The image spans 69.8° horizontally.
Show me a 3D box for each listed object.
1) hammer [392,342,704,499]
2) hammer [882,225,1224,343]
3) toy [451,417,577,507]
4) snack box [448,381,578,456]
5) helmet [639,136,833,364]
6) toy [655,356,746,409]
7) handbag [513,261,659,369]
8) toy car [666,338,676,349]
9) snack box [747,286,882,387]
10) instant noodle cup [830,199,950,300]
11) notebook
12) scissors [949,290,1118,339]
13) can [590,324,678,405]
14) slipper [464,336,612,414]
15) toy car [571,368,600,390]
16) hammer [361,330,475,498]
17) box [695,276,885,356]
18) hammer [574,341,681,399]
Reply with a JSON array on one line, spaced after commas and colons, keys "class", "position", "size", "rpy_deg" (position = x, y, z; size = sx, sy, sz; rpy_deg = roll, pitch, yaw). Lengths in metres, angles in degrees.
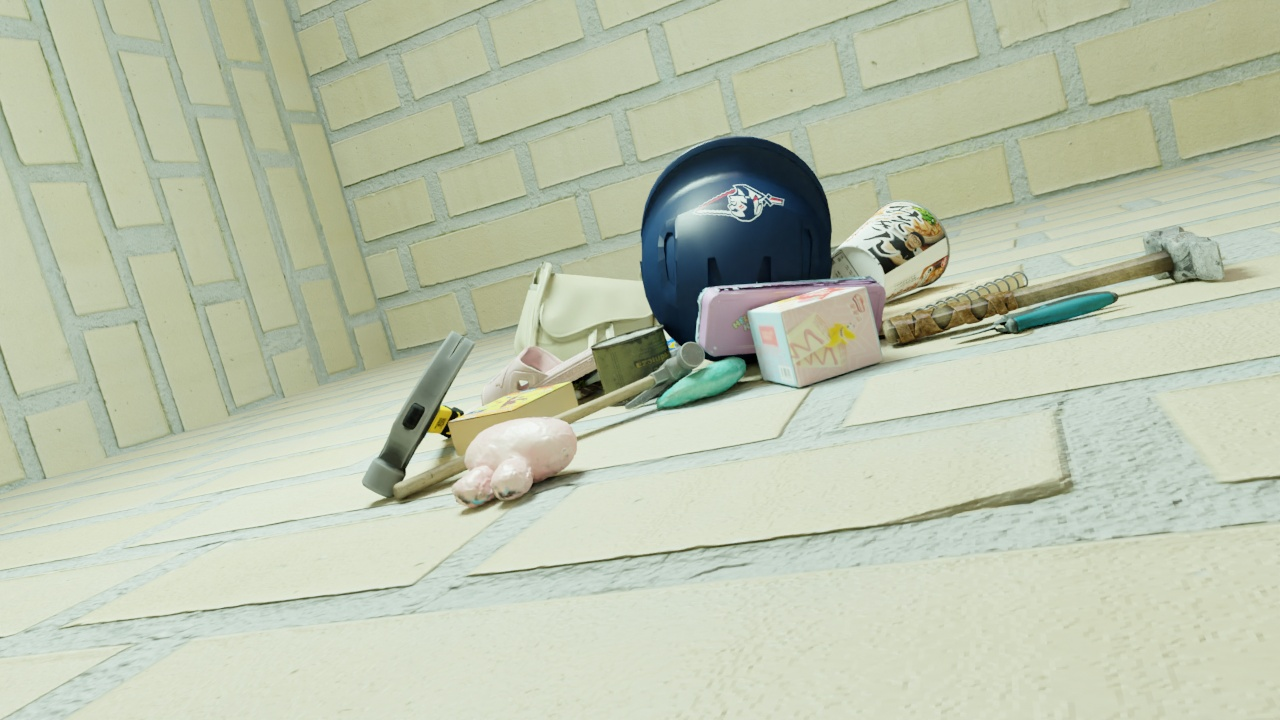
[{"class": "hammer", "position": [-0.088, 0.067, 0.920], "size": [0.330, 0.030, 0.120], "rpy_deg": [-25, -9, -26]}, {"class": "hammer", "position": [0.406, -0.068, 0.926], "size": [0.319, 0.049, 0.121], "rpy_deg": [-15, 9, 15]}, {"class": "toy", "position": [-0.109, 0.086, 0.768], "size": [0.108, 0.053, 0.104], "rpy_deg": [-11, 23, 24]}, {"class": "snack box", "position": [-0.140, 0.065, 1.034], "size": [0.088, 0.040, 0.125], "rpy_deg": [-12, 7, 28]}, {"class": "helmet", "position": [0.113, -0.126, 1.086], "size": [0.232, 0.272, 0.222], "rpy_deg": [-1, 18, 4]}, {"class": "toy", "position": [0.072, 0.022, 0.971], "size": [0.085, 0.033, 0.105], "rpy_deg": [-24, 0, 43]}, {"class": "handbag", "position": [-0.069, -0.063, 1.426], "size": [0.228, 0.184, 0.132], "rpy_deg": [0, 1, -28]}, {"class": "toy car", "position": [0.064, -0.050, 1.450], "size": [0.092, 0.062, 0.033], "rpy_deg": [-9, 9, 42]}, {"class": "snack box", "position": [0.173, -0.026, 0.921], "size": [0.094, 0.079, 0.093], "rpy_deg": [-16, 7, -12]}, {"class": "instant noodle cup", "position": [0.314, -0.130, 1.191], "size": [0.121, 0.123, 0.124], "rpy_deg": [-30, 14, -35]}, {"class": "notebook", "position": [0.341, -0.065, 1.117], "size": [0.225, 0.024, 0.168], "rpy_deg": [-19, 6, -30]}, {"class": "scissors", "position": [0.375, -0.042, 0.878], "size": [0.137, 0.019, 0.137], "rpy_deg": [-21, 7, -37]}, {"class": "can", "position": [-0.006, 0.006, 1.085], "size": [0.090, 0.074, 0.090], "rpy_deg": [-16, 7, 2]}, {"class": "slipper", "position": [-0.137, 0.015, 1.187], "size": [0.240, 0.064, 0.094], "rpy_deg": [-26, 8, 17]}, {"class": "toy car", "position": [-0.070, 0.028, 1.222], "size": [0.048, 0.033, 0.105], "rpy_deg": [-11, 21, 48]}, {"class": "hammer", "position": [-0.225, 0.061, 1.019], "size": [0.034, 0.169, 0.325], "rpy_deg": [28, -6, -2]}, {"class": "box", "position": [0.162, -0.049, 0.991], "size": [0.214, 0.076, 0.033], "rpy_deg": [-5, 24, -17]}, {"class": "hammer", "position": [-0.004, 0.012, 1.205], "size": [0.321, 0.044, 0.099], "rpy_deg": [-23, 10, -34]}]
